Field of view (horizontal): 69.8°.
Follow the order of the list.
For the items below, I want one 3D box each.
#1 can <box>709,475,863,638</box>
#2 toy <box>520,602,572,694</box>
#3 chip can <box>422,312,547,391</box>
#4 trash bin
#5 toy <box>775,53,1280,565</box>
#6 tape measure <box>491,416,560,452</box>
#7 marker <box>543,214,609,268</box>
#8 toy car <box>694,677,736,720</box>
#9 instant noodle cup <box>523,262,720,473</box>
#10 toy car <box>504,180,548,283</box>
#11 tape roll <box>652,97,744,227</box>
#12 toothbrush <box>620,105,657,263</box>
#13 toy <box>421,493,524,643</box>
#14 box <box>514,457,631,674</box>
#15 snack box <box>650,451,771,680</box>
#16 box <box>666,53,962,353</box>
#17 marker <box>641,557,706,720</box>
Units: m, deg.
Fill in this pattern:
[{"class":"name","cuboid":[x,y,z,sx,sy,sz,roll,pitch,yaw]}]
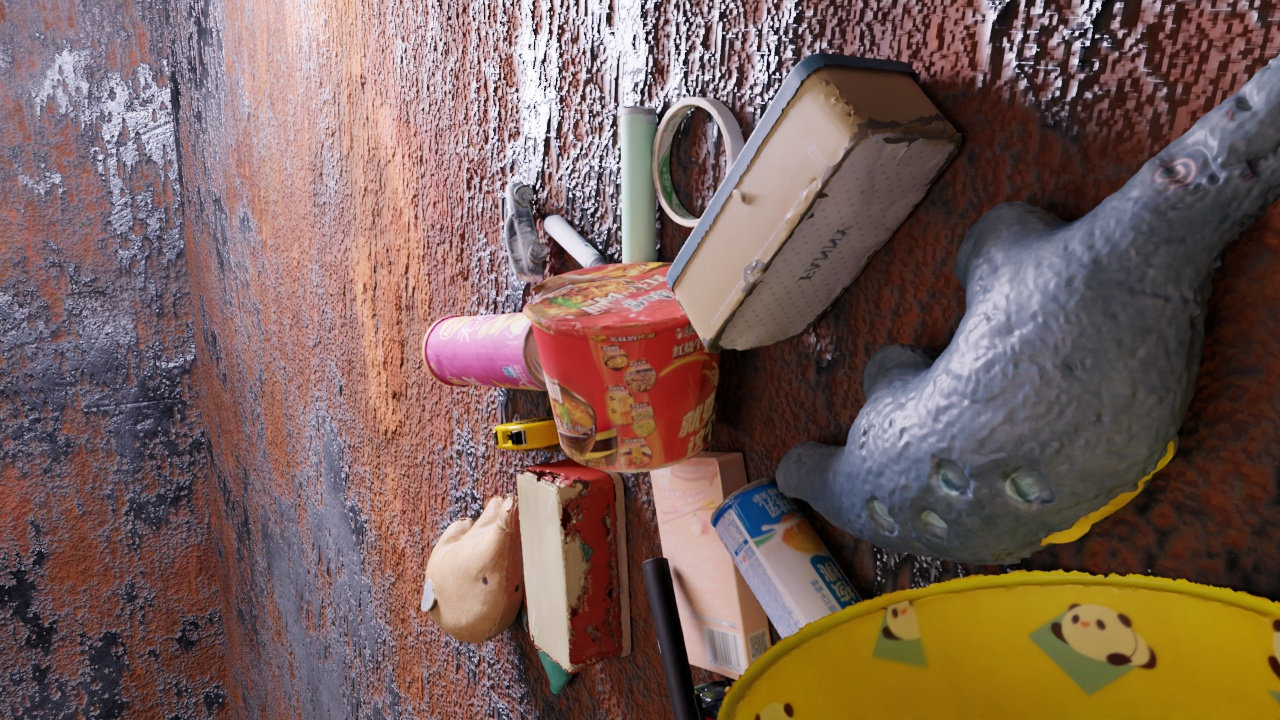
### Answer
[{"class":"can","cuboid":[0.099,0.139,0.560,0.134,0.053,0.053,57,139,30]},{"class":"toy","cuboid":[-0.088,0.260,0.880,0.092,0.030,0.097,51,133,33]},{"class":"chip can","cuboid":[-0.126,-0.009,0.833,0.211,0.071,0.071,1,98,55]},{"class":"trash bin","cuboid":[0.168,0.242,0.353,0.230,0.229,0.255,-7,98,56]},{"class":"toy","cuboid":[0.165,0.016,0.418,0.358,0.091,0.137,126,153,-45]},{"class":"tape measure","cuboid":[-0.093,0.068,0.816,0.057,0.059,0.029,-6,93,50]},{"class":"marker","cuboid":[-0.046,-0.088,0.737,0.018,0.022,0.130,-56,39,11]},{"class":"toy car","cuboid":[0.073,0.249,0.623,0.121,0.052,0.045,-2,91,58]},{"class":"instant noodle cup","cuboid":[-0.004,0.004,0.618,0.138,0.137,0.109,24,126,51]},{"class":"toy car","cuboid":[-0.102,-0.111,0.798,0.043,0.034,0.090,119,138,-81]},{"class":"tape roll","cuboid":[0.038,-0.133,0.619,0.086,0.013,0.086,18,112,53]},{"class":"toothbrush","cuboid":[0.000,-0.072,0.678,0.027,0.026,0.224,-121,29,-75]},{"class":"toy","cuboid":[-0.152,0.207,0.912,0.227,0.082,0.143,-38,55,51]},{"class":"box","cuboid":[-0.064,0.174,0.783,0.091,0.076,0.168,11,107,55]},{"class":"snack box","cuboid":[0.049,0.143,0.656,0.085,0.026,0.157,-7,92,56]},{"class":"box","cuboid":[0.090,-0.081,0.492,0.059,0.089,0.185,61,138,28]},{"class":"marker","cuboid":[0.024,0.202,0.640,0.022,0.020,0.132,-31,56,30]}]
